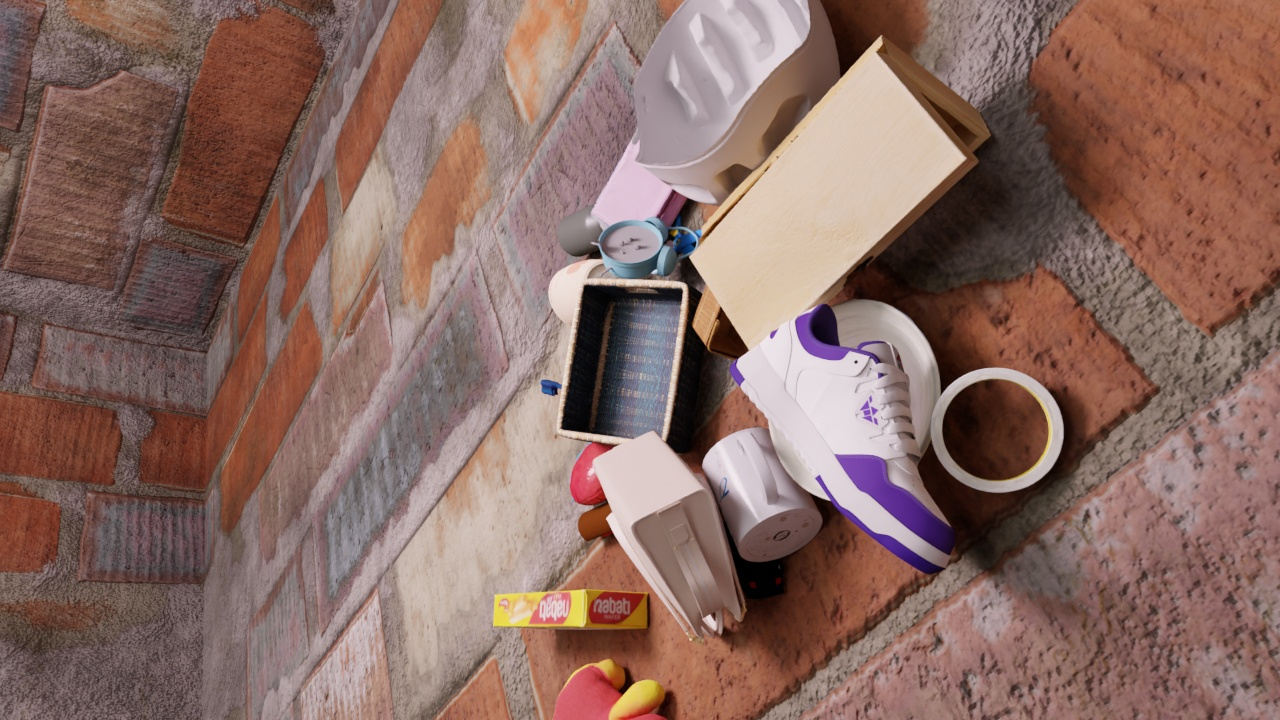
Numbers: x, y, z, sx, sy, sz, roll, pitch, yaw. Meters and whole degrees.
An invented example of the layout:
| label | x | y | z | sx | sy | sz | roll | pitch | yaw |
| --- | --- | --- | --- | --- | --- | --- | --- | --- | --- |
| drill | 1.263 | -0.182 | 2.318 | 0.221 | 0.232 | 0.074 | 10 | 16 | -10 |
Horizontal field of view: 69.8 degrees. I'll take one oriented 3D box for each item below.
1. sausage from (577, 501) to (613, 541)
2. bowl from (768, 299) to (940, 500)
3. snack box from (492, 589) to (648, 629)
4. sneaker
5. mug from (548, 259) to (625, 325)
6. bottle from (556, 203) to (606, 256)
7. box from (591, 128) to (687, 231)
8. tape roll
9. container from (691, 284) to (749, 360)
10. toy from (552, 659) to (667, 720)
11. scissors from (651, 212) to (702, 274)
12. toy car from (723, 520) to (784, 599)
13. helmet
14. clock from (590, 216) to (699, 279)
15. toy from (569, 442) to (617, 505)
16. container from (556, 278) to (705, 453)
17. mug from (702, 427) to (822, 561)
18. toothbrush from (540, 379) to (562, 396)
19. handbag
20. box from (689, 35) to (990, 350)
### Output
| label | x | y | z | sx | sy | sz | roll | pitch | yaw |
| --- | --- | --- | --- | --- | --- | --- | --- | --- | --- |
| sausage | -0.019 | 0.179 | 1.079 | 0.156 | 0.040 | 0.040 | -31 | 55 | 45 |
| bowl | 0.197 | 0.038 | 0.806 | 0.177 | 0.057 | 0.176 | -16 | 69 | 47 |
| snack box | -0.087 | 0.296 | 1.084 | 0.201 | 0.092 | 0.042 | -20 | 63 | 50 |
| sneaker | 0.180 | 0.049 | 0.721 | 0.111 | 0.091 | 0.244 | -47 | 53 | 13 |
| mug | -0.051 | -0.098 | 1.175 | 0.111 | 0.085 | 0.104 | -42 | 12 | -20 |
| bottle | -0.063 | -0.179 | 1.241 | 0.109 | 0.060 | 0.060 | -12 | 69 | 52 |
| box | 0.029 | -0.251 | 1.111 | 0.233 | 0.080 | 0.099 | -58 | 37 | 18 |
| tape roll | 0.269 | 0.053 | 0.696 | 0.094 | 0.019 | 0.094 | -1 | 86 | 18 |
| container | 0.102 | -0.062 | 0.977 | 0.061 | 0.063 | 0.114 | 37 | 109 | 60 |
| toy | -0.020 | 0.411 | 0.957 | 0.216 | 0.098 | 0.147 | 24 | 106 | 59 |
| scissors | 0.044 | -0.135 | 1.118 | 0.131 | 0.018 | 0.109 | 48 | 119 | 50 |
| toy car | 0.108 | 0.191 | 0.898 | 0.036 | 0.042 | 0.091 | 104 | 155 | -48 |
| helmet | 0.095 | -0.292 | 0.951 | 0.225 | 0.183 | 0.282 | -28 | 62 | 29 |
| clock | 0.008 | -0.134 | 1.071 | 0.042 | 0.123 | 0.087 | 87 | 170 | -50 |
| toy | -0.055 | 0.136 | 1.126 | 0.092 | 0.062 | 0.133 | -56 | 12 | -16 |
| container | -0.006 | 0.006 | 1.049 | 0.145 | 0.071 | 0.187 | 5 | 82 | 29 |
| mug | 0.111 | 0.116 | 0.859 | 0.120 | 0.083 | 0.096 | 75 | 174 | -49 |
| toothbrush | -0.047 | 0.050 | 1.119 | 0.190 | 0.016 | 0.017 | 13 | 109 | 32 |
| handbag | 0.039 | 0.191 | 0.903 | 0.198 | 0.101 | 0.194 | 67 | 172 | -18 |
| box | 0.166 | -0.142 | 0.810 | 0.249 | 0.142 | 0.178 | -47 | 6 | 35 |
